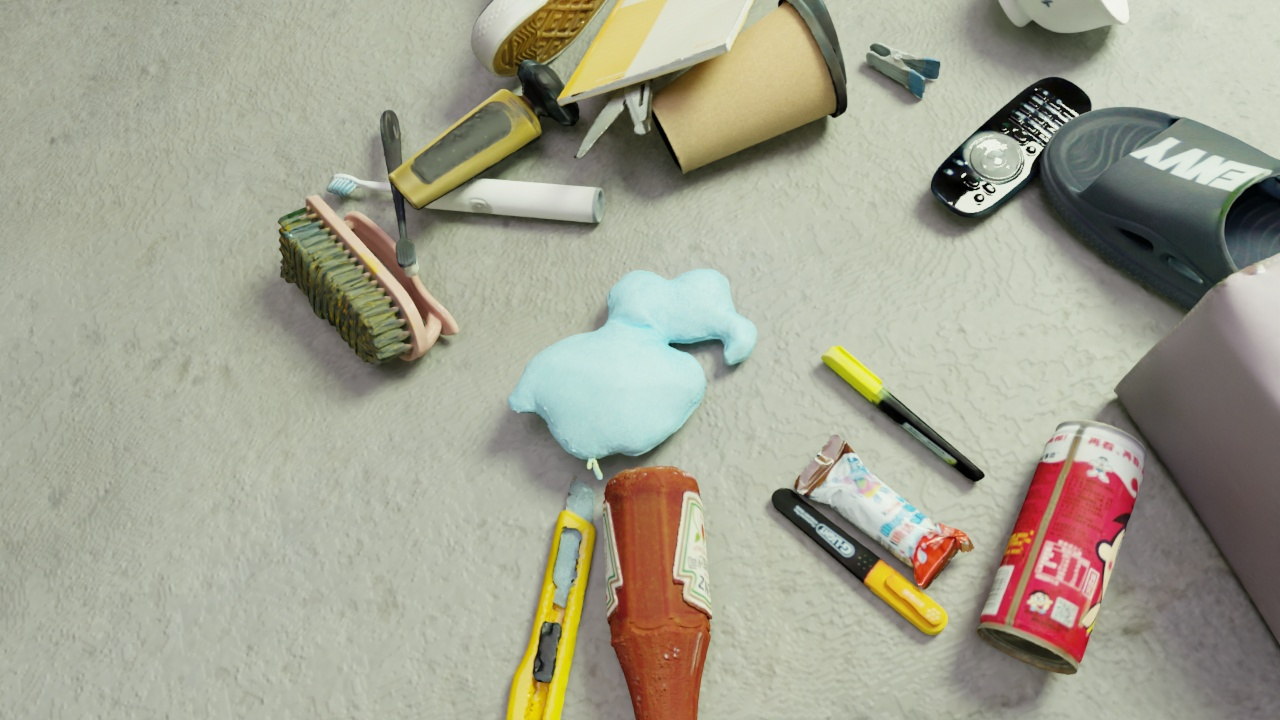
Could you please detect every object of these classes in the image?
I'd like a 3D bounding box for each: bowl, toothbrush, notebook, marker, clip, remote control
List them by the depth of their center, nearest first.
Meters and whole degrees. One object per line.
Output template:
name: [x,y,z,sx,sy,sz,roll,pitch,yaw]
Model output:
marker: [0.127,0.116,0.544,0.124,0.015,0.018,38,71,25]
marker: [0.164,0.032,0.576,0.015,0.018,0.124,-45,67,-7]
remote control: [0.258,-0.146,0.641,0.136,0.024,0.053,-41,72,-10]
bowl: [0.298,-0.283,0.669,0.065,0.118,0.118,-24,55,42]
toothbrush: [-0.180,-0.130,0.681,0.015,0.018,0.181,-16,54,-3]
notebook: [0.031,-0.271,0.685,0.146,0.010,0.205,-5,47,35]
clip: [0.195,-0.221,0.688,0.058,0.027,0.044,32,81,25]
toothbrush: [-0.136,-0.126,0.695,0.221,0.027,0.026,7,50,12]

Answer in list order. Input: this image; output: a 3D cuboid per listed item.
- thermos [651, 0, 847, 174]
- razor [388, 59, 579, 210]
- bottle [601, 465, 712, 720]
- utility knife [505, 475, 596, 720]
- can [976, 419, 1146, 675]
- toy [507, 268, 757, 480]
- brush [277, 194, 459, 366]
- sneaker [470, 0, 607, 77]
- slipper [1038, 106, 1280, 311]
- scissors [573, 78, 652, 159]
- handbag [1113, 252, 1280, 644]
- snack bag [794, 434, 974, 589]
thermos: [0.080,-0.196,0.663,0.143,0.093,0.093,-27,63,5]
razor: [-0.115,-0.166,0.674,0.062,0.068,0.167,48,62,-2]
bottle: [0.013,0.163,0.517,0.060,0.060,0.205,-7,64,6]
utility knife: [-0.053,0.153,0.555,0.033,0.015,0.177,7,66,9]
can: [0.236,0.101,0.512,0.053,0.053,0.132,23,70,18]
toy: [-0.004,0.003,0.600,0.161,0.050,0.156,1,58,1]
brush: [-0.195,-0.055,0.655,0.072,0.063,0.145,-28,61,-39]
sneaker: [-0.068,-0.325,0.735,0.088,0.118,0.240,36,68,4]
slipper: [0.377,-0.081,0.558,0.110,0.083,0.268,-40,69,-10]
scissors: [0.007,-0.226,0.678,0.224,0.015,0.189,-42,37,-9]
handbag: [0.352,0.055,0.464,0.098,0.145,0.197,-23,64,1]
snack bag: [0.144,0.091,0.547,0.105,0.026,0.045,38,79,25]
